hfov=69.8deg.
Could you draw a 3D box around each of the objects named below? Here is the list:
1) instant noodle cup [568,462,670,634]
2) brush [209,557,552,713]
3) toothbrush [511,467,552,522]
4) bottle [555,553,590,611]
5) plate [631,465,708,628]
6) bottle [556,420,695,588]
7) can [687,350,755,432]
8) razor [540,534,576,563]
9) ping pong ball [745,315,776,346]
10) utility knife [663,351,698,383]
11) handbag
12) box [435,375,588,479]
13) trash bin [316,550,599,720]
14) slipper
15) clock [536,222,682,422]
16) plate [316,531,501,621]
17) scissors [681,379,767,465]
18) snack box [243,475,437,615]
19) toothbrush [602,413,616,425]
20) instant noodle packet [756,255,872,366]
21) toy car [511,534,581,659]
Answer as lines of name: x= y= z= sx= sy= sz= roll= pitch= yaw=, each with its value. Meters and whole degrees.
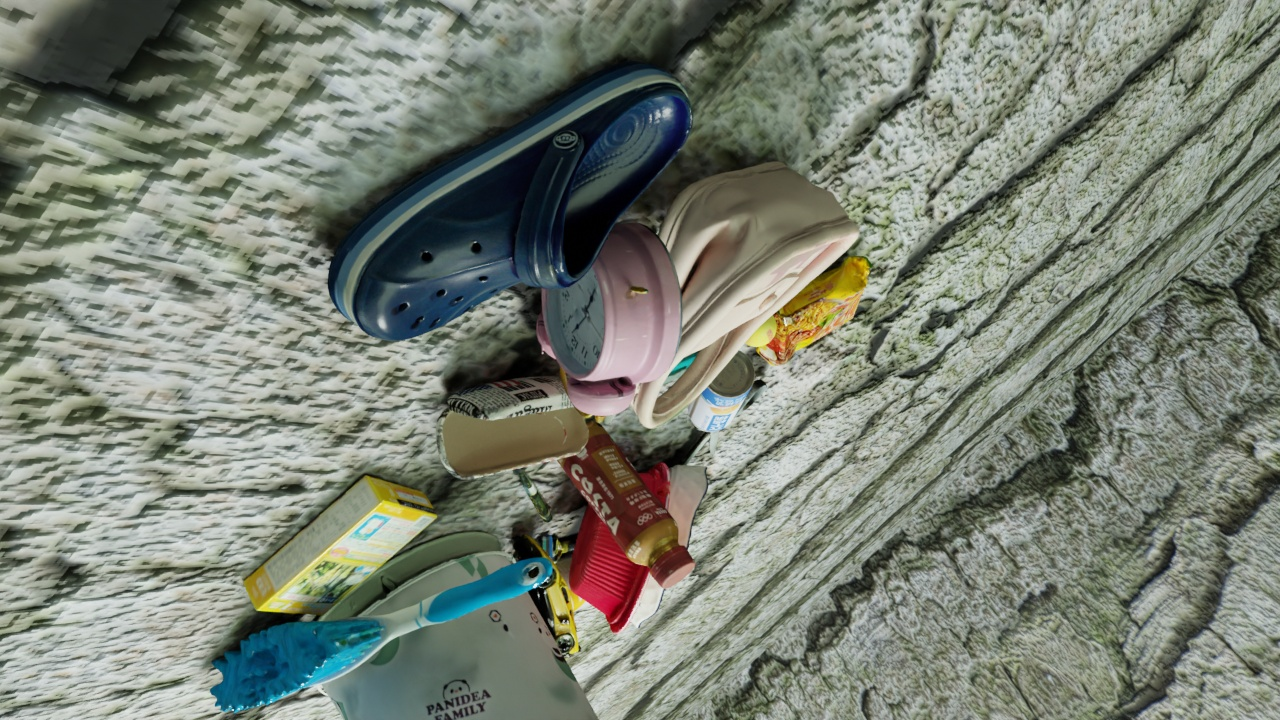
instant noodle cup: x=-0.029 y=0.196 z=1.002 sx=0.066 sy=0.193 sz=0.194 roll=17 pitch=133 yaw=-8
brush: x=-0.227 y=0.231 z=0.790 sx=0.315 sy=0.060 sz=0.109 roll=-27 pitch=162 yaw=23
toothbrush: x=-0.110 y=0.134 z=0.931 sx=0.012 sy=0.017 sz=0.186 roll=-23 pitch=152 yaw=-6
bottle: x=-0.083 y=0.275 z=1.136 sx=0.189 sy=0.068 sz=0.068 roll=-5 pitch=138 yaw=-50
plate: x=0.022 y=0.213 z=1.097 sx=0.205 sy=0.045 sz=0.205 roll=-171 pitch=-75 yaw=-89
bottle: x=-0.014 y=0.139 z=0.883 sx=0.057 sy=0.175 sz=0.058 roll=-31 pitch=153 yaw=-18
can: x=0.081 y=0.034 z=0.957 sx=0.053 sy=0.053 sz=0.135 roll=-33 pitch=166 yaw=-14
razor: x=-0.082 y=0.224 z=1.112 sx=0.142 sy=0.022 sz=0.042 roll=3 pitch=88 yaw=-59
ping pong ball: x=0.119 y=-0.034 z=0.936 sx=0.040 sy=0.040 sz=0.040 roll=-31 pitch=153 yaw=-18
utility knife: x=0.035 y=0.010 z=0.913 sx=0.221 sy=0.013 sz=0.029 roll=-23 pitch=154 yaw=-39
handbag: x=0.062 y=-0.040 z=0.746 sx=0.192 sy=0.093 sz=0.235 roll=-24 pitch=150 yaw=-54
box: x=-0.087 y=0.046 z=0.754 sx=0.162 sy=0.076 sz=0.088 roll=-5 pitch=165 yaw=-47
trash bin: x=-0.155 y=0.357 z=0.898 sx=0.229 sy=0.252 sz=0.230 roll=-32 pitch=154 yaw=-18
slipper: x=-0.063 y=-0.083 z=0.561 sx=0.252 sy=0.095 sz=0.105 roll=-37 pitch=152 yaw=-12
clock: x=-0.030 y=-0.026 z=0.672 sx=0.059 sy=0.117 sz=0.159 roll=-10 pitch=140 yaw=-29
plate: x=-0.239 y=0.262 z=0.956 sx=0.229 sy=0.027 sz=0.231 roll=-31 pitch=154 yaw=-17
scissors: x=0.091 y=0.085 z=1.123 sx=0.181 sy=0.014 sz=0.159 roll=-46 pitch=154 yaw=15
snack box: x=-0.249 y=0.158 z=0.769 sx=0.140 sy=0.033 sz=0.087 roll=-43 pitch=154 yaw=3
toothbrush: x=-0.005 y=0.005 z=0.864 sx=0.016 sy=0.016 sz=0.181 roll=-21 pitch=150 yaw=-39
instant noodle packet: x=0.190 y=-0.053 z=1.001 sx=0.128 sy=0.044 sz=0.111 roll=-31 pitch=157 yaw=-19
toy car: x=-0.102 y=0.258 z=1.007 sx=0.041 sy=0.071 sz=0.156 roll=-23 pitch=111 yaw=-26
